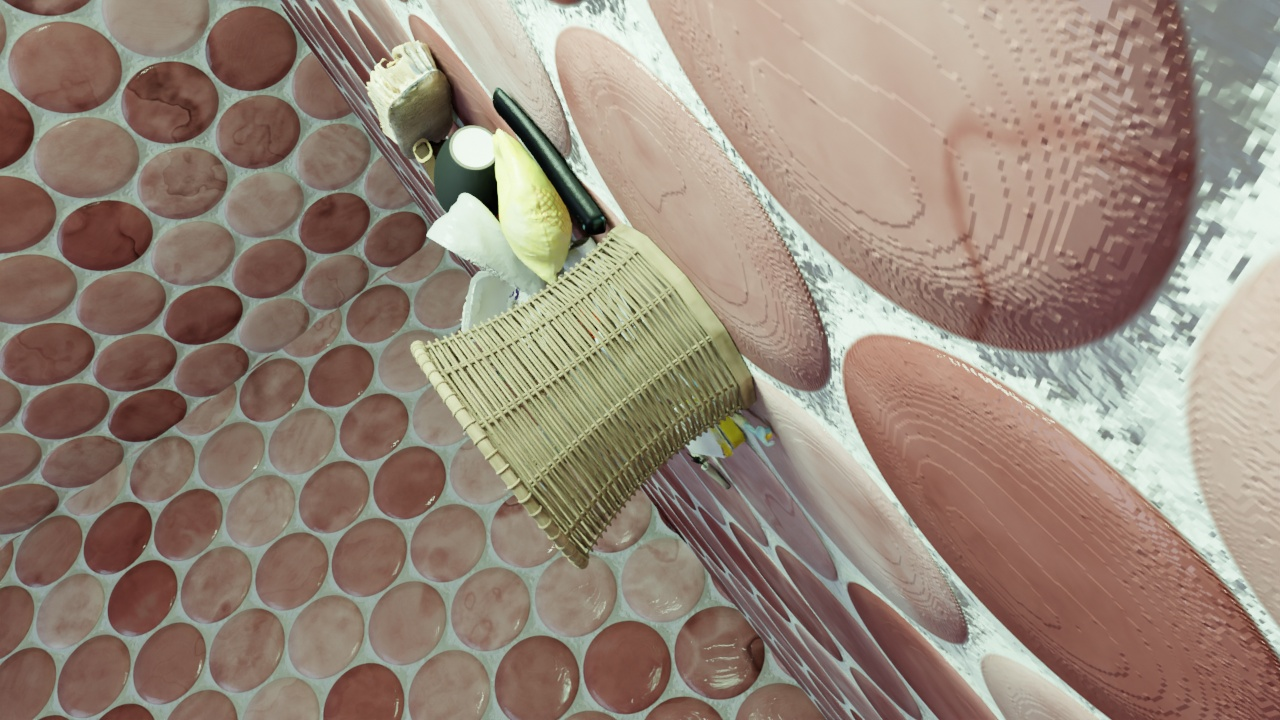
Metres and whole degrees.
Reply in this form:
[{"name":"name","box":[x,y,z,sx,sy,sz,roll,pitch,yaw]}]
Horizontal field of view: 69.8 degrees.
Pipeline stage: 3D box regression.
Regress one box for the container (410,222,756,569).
[{"name":"container","box":[-0.040,0.021,0.757,0.227,0.196,0.227,51,172,9]}]

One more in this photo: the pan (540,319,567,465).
[{"name":"pan","box":[-0.104,0.020,1.279,0.358,0.041,0.178,95,-176,-53]}]

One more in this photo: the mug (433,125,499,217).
[{"name":"mug","box":[-0.165,-0.200,0.995,0.119,0.084,0.100,24,161,-4]}]

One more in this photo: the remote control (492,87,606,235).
[{"name":"remote control","box":[-0.080,-0.170,0.791,0.152,0.020,0.041,53,171,7]}]

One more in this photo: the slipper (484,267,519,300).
[{"name":"slipper","box":[-0.172,-0.120,1.312,0.107,0.084,0.267,49,172,25]}]

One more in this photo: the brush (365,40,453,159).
[{"name":"brush","box":[-0.264,-0.295,1.071,0.056,0.083,0.271,53,173,-6]}]

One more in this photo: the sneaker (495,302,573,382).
[{"name":"sneaker","box":[-0.171,-0.012,1.402,0.121,0.127,0.294,26,177,14]}]

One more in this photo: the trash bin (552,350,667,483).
[{"name":"trash bin","box":[-0.036,0.075,1.230,0.131,0.130,0.211,49,170,26]}]

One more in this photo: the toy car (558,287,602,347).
[{"name":"toy car","box":[-0.054,-0.053,1.028,0.049,0.051,0.100,11,148,27]}]

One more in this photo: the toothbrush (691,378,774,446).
[{"name":"toothbrush","box":[0.076,0.038,0.829,0.022,0.016,0.155,46,178,-32]}]

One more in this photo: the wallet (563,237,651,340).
[{"name":"wallet","box":[-0.032,-0.072,0.928,0.116,0.032,0.086,57,161,-17]}]

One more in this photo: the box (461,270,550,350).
[{"name":"box","box":[-0.146,-0.067,1.142,0.083,0.110,0.190,10,-170,15]}]

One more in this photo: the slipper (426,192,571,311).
[{"name":"slipper","box":[-0.132,-0.110,1.025,0.246,0.075,0.112,33,-166,-52]}]

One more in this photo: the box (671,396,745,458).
[{"name":"box","box":[0.066,0.069,0.977,0.064,0.033,0.209,55,171,0]}]

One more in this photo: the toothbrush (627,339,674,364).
[{"name":"toothbrush","box":[0.009,-0.018,0.969,0.016,0.016,0.167,55,171,-21]}]

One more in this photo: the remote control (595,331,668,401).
[{"name":"remote control","box":[-0.006,0.006,1.043,0.060,0.025,0.138,38,176,27]}]

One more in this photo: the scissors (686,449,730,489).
[{"name":"scissors","box":[0.068,0.118,1.131,0.169,0.012,0.131,43,-175,-44]}]

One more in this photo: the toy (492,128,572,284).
[{"name":"toy","box":[-0.109,-0.150,0.894,0.170,0.064,0.155,-135,25,-74]}]

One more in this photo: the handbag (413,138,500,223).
[{"name":"handbag","box":[-0.205,-0.204,1.108,0.166,0.063,0.138,52,-170,7]}]
